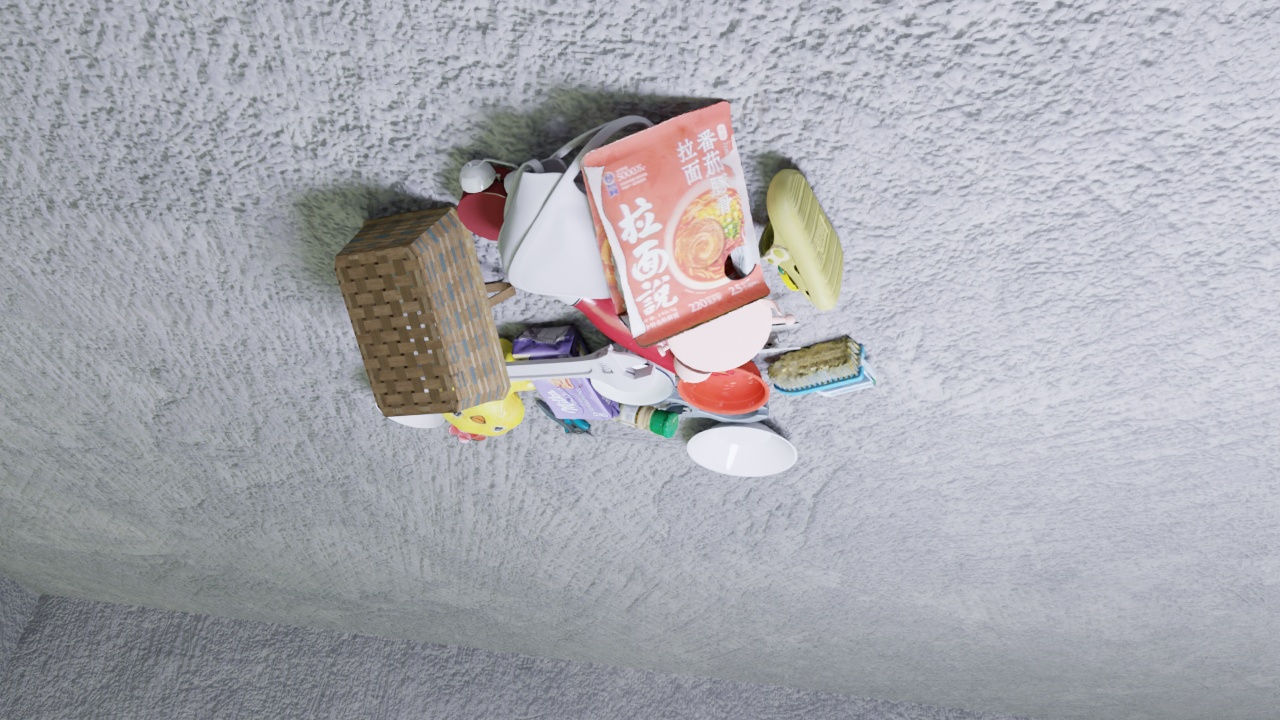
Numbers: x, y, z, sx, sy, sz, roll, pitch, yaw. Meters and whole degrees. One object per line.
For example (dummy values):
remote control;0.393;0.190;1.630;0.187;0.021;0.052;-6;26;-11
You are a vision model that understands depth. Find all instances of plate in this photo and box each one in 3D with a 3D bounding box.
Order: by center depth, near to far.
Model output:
plate;0.163;0.132;1.467;0.174;0.036;0.174;6;149;4

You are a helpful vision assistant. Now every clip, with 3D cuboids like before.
clip;0.167;-0.026;1.225;0.102;0.053;0.057;-4;112;21
clip;0.109;0.057;1.370;0.163;0.027;0.106;-1;146;13

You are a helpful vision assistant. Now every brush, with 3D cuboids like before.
brush;0.243;0.020;1.248;0.136;0.055;0.075;-16;136;36

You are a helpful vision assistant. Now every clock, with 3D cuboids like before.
clock;-0.159;-0.182;1.027;0.087;0.044;0.125;12;149;-6
clock;0.091;-0.045;1.111;0.161;0.086;0.131;-28;122;19

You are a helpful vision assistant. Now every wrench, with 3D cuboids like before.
wrench;-0.107;0.017;1.252;0.274;0.018;0.087;-4;142;28

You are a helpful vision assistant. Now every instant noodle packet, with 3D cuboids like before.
instant noodle packet;0.035;-0.145;0.953;0.164;0.084;0.221;-22;128;-9

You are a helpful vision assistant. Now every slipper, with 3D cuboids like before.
slipper;0.165;-0.125;1.002;0.082;0.091;0.190;-7;142;27

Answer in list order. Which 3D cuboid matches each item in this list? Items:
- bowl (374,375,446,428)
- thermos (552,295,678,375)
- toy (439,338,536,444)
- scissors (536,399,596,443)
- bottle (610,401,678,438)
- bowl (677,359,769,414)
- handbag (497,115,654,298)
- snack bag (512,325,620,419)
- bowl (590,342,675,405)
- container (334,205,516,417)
bowl;-0.352;0.054;1.439;0.113;0.063;0.114;6;148;4
thermos;-0.011;-0.053;1.173;0.239;0.073;0.073;28;144;-28
toy;-0.227;0.044;1.377;0.133;0.092;0.208;21;136;-23
scissors;-0.113;0.097;1.495;0.131;0.019;0.150;16;147;-11
bottle;0.002;0.085;1.398;0.111;0.043;0.043;16;154;26
bowl;0.119;0.026;1.297;0.130;0.045;0.131;6;149;4
handbag;-0.037;-0.169;0.981;0.215;0.095;0.223;3;136;-32
snack bag;-0.103;0.021;1.328;0.096;0.058;0.205;-1;146;19
bowl;-0.008;0.007;1.281;0.118;0.062;0.118;6;149;3
container;-0.252;-0.062;1.138;0.158;0.185;0.250;-5;109;21
